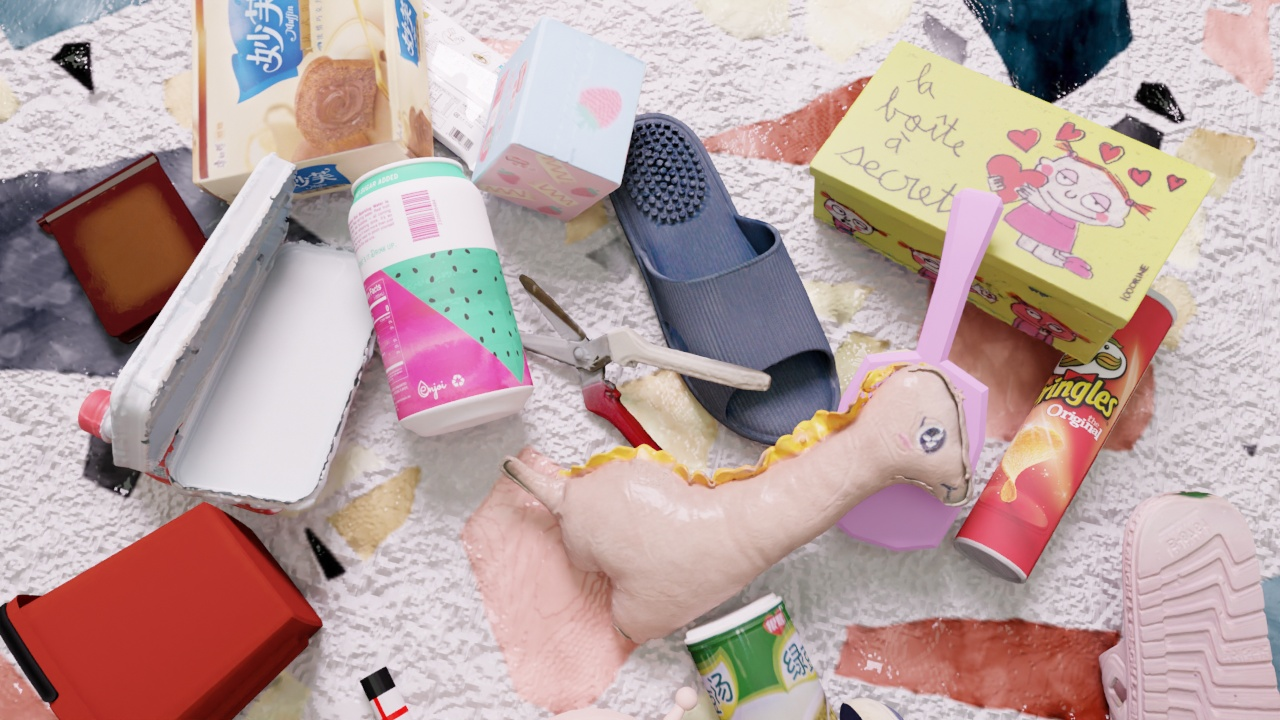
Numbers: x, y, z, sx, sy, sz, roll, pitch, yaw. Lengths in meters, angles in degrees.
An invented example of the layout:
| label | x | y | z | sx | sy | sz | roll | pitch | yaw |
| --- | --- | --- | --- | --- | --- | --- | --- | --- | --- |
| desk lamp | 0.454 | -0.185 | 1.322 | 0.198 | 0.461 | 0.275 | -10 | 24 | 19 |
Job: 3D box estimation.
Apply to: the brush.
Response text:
| label | x | y | z | sx | sy | sz | roll | pitch | yaw |
| --- | --- | --- | --- | --- | --- | --- | --- | --- | --- |
| brush | 0.180 | 0.007 | 0.580 | 0.089 | 0.043 | 0.229 | 16 | 102 | 13 |

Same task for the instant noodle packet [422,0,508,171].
| label | x | y | z | sx | sy | sz | roll | pitch | yaw |
| --- | --- | --- | --- | --- | --- | --- | --- | --- | --- |
| instant noodle packet | -0.146 | -0.208 | 0.673 | 0.134 | 0.026 | 0.087 | 36 | 78 | 6 |

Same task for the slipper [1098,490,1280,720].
| label | x | y | z | sx | sy | sz | roll | pitch | yaw |
| --- | --- | --- | --- | --- | --- | --- | --- | --- | --- |
| slipper | 0.343 | 0.199 | 0.580 | 0.094 | 0.064 | 0.239 | -7 | 91 | 0 |

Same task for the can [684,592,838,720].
| label | x | y | z | sx | sy | sz | roll | pitch | yaw |
| --- | --- | --- | --- | --- | --- | --- | --- | --- | --- |
| can | 0.081 | 0.212 | 0.565 | 0.067 | 0.067 | 0.121 | -23 | 79 | -7 |

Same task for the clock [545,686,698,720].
| label | x | y | z | sx | sy | sz | roll | pitch | yaw |
| --- | --- | --- | --- | --- | --- | --- | --- | --- | --- |
| clock | -0.030 | 0.277 | 0.538 | 0.160 | 0.086 | 0.131 | -12 | 78 | -3 |

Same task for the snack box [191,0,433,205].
| label | x | y | z | sx | sy | sz | roll | pitch | yaw |
| --- | --- | --- | --- | --- | --- | --- | --- | --- | --- |
| snack box | -0.231 | -0.221 | 0.641 | 0.153 | 0.055 | 0.207 | -9 | 77 | 10 |

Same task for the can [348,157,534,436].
| label | x | y | z | sx | sy | sz | roll | pitch | yaw |
| --- | --- | --- | --- | --- | --- | --- | --- | --- | --- |
| can | -0.130 | -0.039 | 0.595 | 0.088 | 0.088 | 0.166 | -15 | 85 | -6 |

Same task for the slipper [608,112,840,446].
| label | x | y | z | sx | sy | sz | roll | pitch | yaw |
| --- | --- | --- | --- | --- | --- | --- | --- | --- | --- |
| slipper | 0.049 | -0.063 | 0.620 | 0.101 | 0.082 | 0.263 | -27 | 79 | -6 |

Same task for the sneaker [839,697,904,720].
| label | x | y | z | sx | sy | sz | roll | pitch | yaw |
| --- | --- | --- | --- | --- | --- | --- | --- | --- | --- |
| sneaker | 0.195 | 0.262 | 0.510 | 0.118 | 0.091 | 0.233 | -20 | 112 | -10 |

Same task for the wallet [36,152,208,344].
| label | x | y | z | sx | sy | sz | roll | pitch | yaw |
| --- | --- | --- | --- | --- | --- | --- | --- | --- | --- |
| wallet | -0.355 | -0.079 | 0.643 | 0.091 | 0.018 | 0.115 | -34 | 77 | -9 |

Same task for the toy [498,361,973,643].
| label | x | y | z | sx | sy | sz | roll | pitch | yaw |
| --- | --- | --- | --- | --- | --- | --- | --- | --- | --- |
| toy | 0.061 | 0.066 | 0.563 | 0.265 | 0.065 | 0.196 | -40 | 93 | 15 |

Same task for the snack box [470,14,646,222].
| label | x | y | z | sx | sy | sz | roll | pitch | yaw |
| --- | --- | --- | --- | --- | --- | --- | --- | --- | --- |
| snack box | -0.056 | -0.158 | 0.620 | 0.079 | 0.095 | 0.093 | 17 | 75 | -23 |

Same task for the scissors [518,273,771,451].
| label | x | y | z | sx | sy | sz | roll | pitch | yaw |
| --- | --- | --- | --- | --- | --- | --- | --- | --- | --- |
| scissors | -0.003 | 0.015 | 0.612 | 0.180 | 0.015 | 0.196 | -18 | 97 | 27 |

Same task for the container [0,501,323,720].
| label | x | y | z | sx | sy | sz | roll | pitch | yaw |
| --- | --- | --- | --- | --- | --- | --- | --- | --- | --- |
| container | -0.293 | 0.185 | 0.517 | 0.200 | 0.148 | 0.127 | -39 | 82 | -19 |

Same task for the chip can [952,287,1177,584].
| label | x | y | z | sx | sy | sz | roll | pitch | yaw |
| --- | --- | --- | --- | --- | --- | --- | --- | --- | --- |
| chip can | 0.286 | 0.046 | 0.618 | 0.052 | 0.052 | 0.214 | 34 | 78 | 5 |

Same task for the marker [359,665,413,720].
| label | x | y | z | sx | sy | sz | roll | pitch | yaw |
| --- | --- | --- | --- | --- | --- | --- | --- | --- | --- |
| marker | -0.134 | 0.261 | 0.570 | 0.019 | 0.019 | 0.145 | -29 | 80 | -8 |

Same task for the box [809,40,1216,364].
| label | x | y | z | sx | sy | sz | roll | pitch | yaw |
| --- | --- | --- | --- | --- | --- | --- | --- | --- | --- |
| box | 0.235 | -0.109 | 0.614 | 0.221 | 0.083 | 0.124 | 35 | 78 | 18 |

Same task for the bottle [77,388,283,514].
| label | x | y | z | sx | sy | sz | roll | pitch | yaw |
| --- | --- | --- | --- | --- | --- | --- | --- | --- | --- |
| bottle | -0.289 | 0.052 | 0.591 | 0.137 | 0.062 | 0.062 | 18 | 77 | 1 |

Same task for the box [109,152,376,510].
| label | x | y | z | sx | sy | sz | roll | pitch | yaw |
| --- | --- | --- | --- | --- | --- | --- | --- | --- | --- |
| box | -0.232 | -0.028 | 0.555 | 0.130 | 0.106 | 0.210 | 9 | 54 | -6 |
